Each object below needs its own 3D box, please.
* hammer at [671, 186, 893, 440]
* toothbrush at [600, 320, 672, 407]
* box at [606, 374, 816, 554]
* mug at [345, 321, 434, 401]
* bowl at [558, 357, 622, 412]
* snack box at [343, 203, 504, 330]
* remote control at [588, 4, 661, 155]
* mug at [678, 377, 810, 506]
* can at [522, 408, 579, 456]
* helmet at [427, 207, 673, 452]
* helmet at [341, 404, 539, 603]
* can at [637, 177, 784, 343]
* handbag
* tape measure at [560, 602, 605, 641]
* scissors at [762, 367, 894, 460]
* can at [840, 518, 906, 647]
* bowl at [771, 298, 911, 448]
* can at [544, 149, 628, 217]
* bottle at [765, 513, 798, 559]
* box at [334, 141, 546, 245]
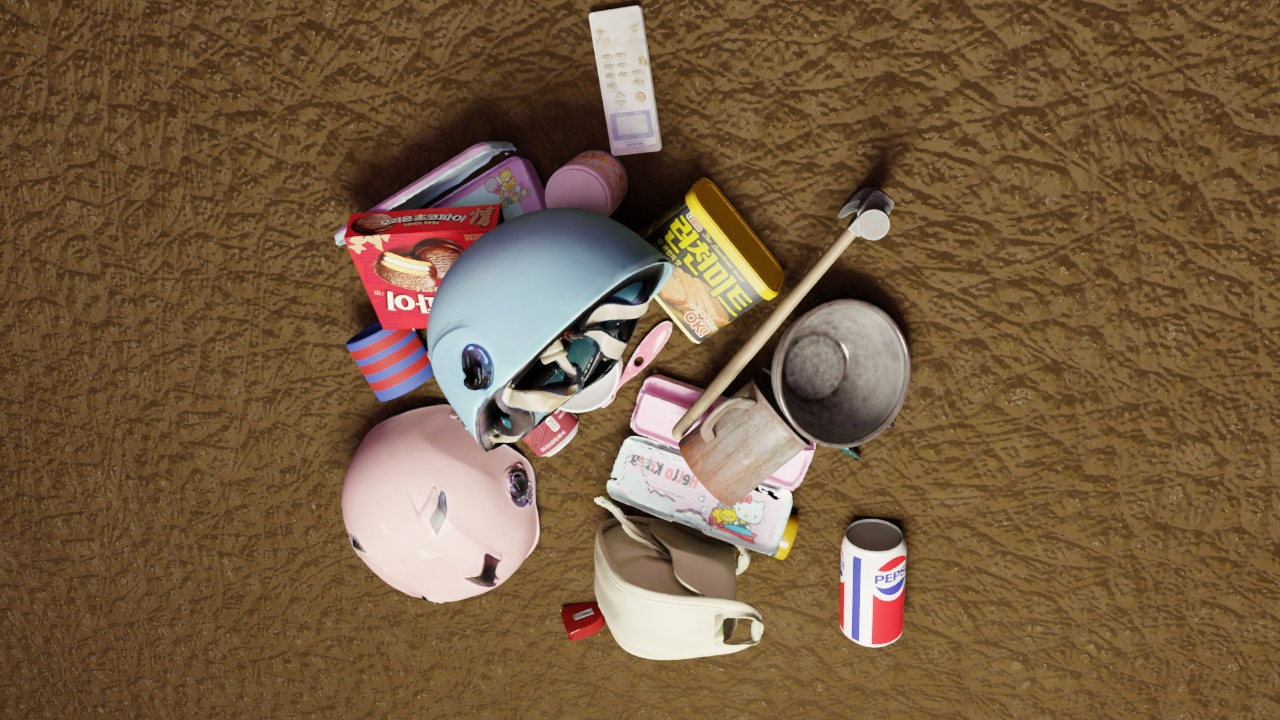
[{"bbox_3d":[0.131,-0.034,0.896,0.031,0.119,0.332,35,119,-3],"label":"hammer"},{"bbox_3d":[-0.006,0.006,1.015,0.021,0.016,0.135,37,119,-4],"label":"toothbrush"},{"bbox_3d":[0.078,0.112,1.016,0.201,0.058,0.156,20,99,6],"label":"box"},{"bbox_3d":[-0.269,-0.013,1.054,0.112,0.075,0.076,-27,107,-2],"label":"mug"},{"bbox_3d":[-0.070,0.000,1.007,0.105,0.054,0.105,4,115,9],"label":"bowl"},{"bbox_3d":[-0.208,-0.094,0.951,0.152,0.035,0.133,-3,139,4],"label":"snack box"},{"bbox_3d":[-0.014,-0.268,0.886,0.050,0.011,0.136,-2,115,17],"label":"remote control"},{"bbox_3d":[0.096,0.078,0.922,0.110,0.096,0.123,-45,137,8],"label":"mug"},{"bbox_3d":[-0.126,0.052,1.043,0.063,0.063,0.114,-36,102,27],"label":"can"},{"bbox_3d":[-0.096,-0.043,0.842,0.167,0.224,0.266,50,138,3],"label":"helmet"},{"bbox_3d":[-0.243,0.192,1.102,0.230,0.152,0.255,-23,113,20],"label":"helmet"},{"bbox_3d":[0.062,-0.097,0.915,0.101,0.072,0.131,-35,102,29],"label":"can"},{"bbox_3d":[0.035,0.223,1.002,0.184,0.228,0.132,-2,103,4],"label":"handbag"},{"bbox_3d":[-0.074,0.329,1.174,0.051,0.059,0.019,-19,112,-9],"label":"tape measure"},{"bbox_3d":[0.202,0.051,0.978,0.121,0.019,0.150,-13,109,21],"label":"scissors"},{"bbox_3d":[0.260,0.250,1.029,0.070,0.070,0.132,2,116,15],"label":"can"},{"bbox_3d":[0.189,0.010,0.915,0.144,0.067,0.145,-2,96,-16],"label":"bowl"},{"bbox_3d":[-0.052,-0.168,0.908,0.067,0.076,0.067,6,117,12],"label":"can"},{"bbox_3d":[0.085,0.169,1.048,0.186,0.053,0.053,21,119,5],"label":"bottle"},{"bbox_3d":[-0.208,-0.144,0.948,0.215,0.092,0.090,-24,87,25],"label":"box"}]
